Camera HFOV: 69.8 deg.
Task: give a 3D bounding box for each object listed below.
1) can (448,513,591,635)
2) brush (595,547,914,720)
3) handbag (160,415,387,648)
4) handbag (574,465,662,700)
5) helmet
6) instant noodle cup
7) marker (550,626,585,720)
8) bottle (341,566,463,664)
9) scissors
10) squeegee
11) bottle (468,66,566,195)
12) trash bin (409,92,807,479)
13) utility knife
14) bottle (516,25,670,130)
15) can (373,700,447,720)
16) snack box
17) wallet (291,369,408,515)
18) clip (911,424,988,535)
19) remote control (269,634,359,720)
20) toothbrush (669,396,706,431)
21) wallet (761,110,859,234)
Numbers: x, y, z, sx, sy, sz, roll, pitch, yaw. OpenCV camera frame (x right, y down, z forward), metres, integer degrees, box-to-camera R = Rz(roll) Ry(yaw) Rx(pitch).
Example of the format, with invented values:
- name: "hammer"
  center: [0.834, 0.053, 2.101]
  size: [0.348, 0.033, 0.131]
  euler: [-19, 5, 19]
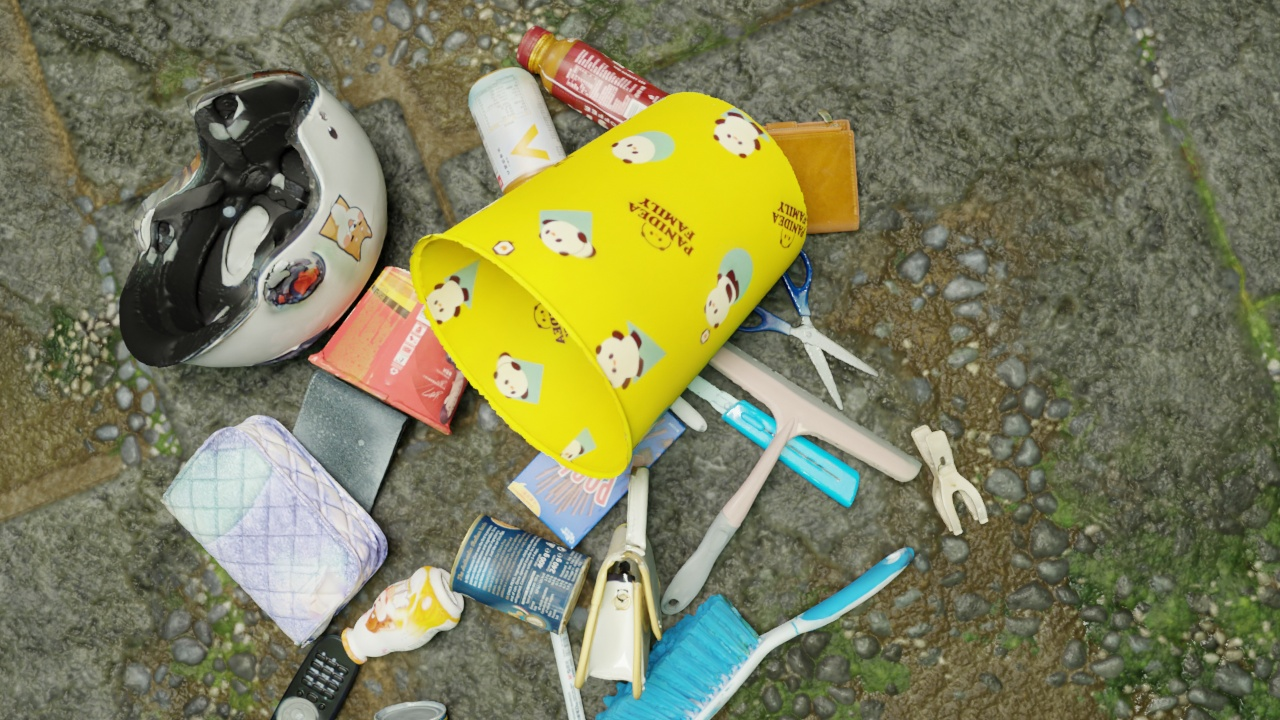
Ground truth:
- name: "can"
  center: [-0.107, 0.194, 0.833]
  size: [0.111, 0.075, 0.075]
  euler: [20, 89, 6]
- name: "brush"
  center: [0.105, 0.250, 0.840]
  size: [0.314, 0.060, 0.109]
  euler: [-45, 92, -2]
- name: "handbag"
  center: [-0.332, 0.154, 0.843]
  size: [0.194, 0.075, 0.134]
  euler: [46, 107, 4]
- name: "handbag"
  center: [-0.007, 0.182, 0.788]
  size: [0.063, 0.163, 0.178]
  euler: [10, 89, 1]
- name: "helmet"
  center: [-0.321, -0.109, 0.811]
  size: [0.230, 0.156, 0.274]
  euler: [16, 86, 36]
- name: "instant noodle cup"
  center: [-0.205, -0.011, 0.825]
  size: [0.138, 0.138, 0.108]
  euler: [28, 80, 3]
- name: "marker"
  center: [-0.066, 0.305, 0.859]
  size: [0.017, 0.017, 0.145]
  euler: [-13, 87, 2]
- name: "bottle"
  center: [-0.220, 0.238, 0.845]
  size: [0.108, 0.063, 0.063]
  euler: [-31, 87, 2]
- name: "scissors"
  center: [0.150, -0.039, 0.866]
  size: [0.162, 0.012, 0.164]
  euler: [9, 89, 2]
- name: "squeegee"
  center: [0.087, 0.134, 0.833]
  size: [0.247, 0.040, 0.250]
  euler: [31, 98, -1]
- name: "bottle"
  center: [-0.099, -0.174, 0.854]
  size: [0.068, 0.068, 0.189]
  euler: [-22, 90, 1]
- name: "trash bin"
  center: [-0.014, -0.074, 0.744]
  size: [0.229, 0.230, 0.254]
  euler: [45, 64, 3]
- name: "utility knife"
  center: [0.103, 0.058, 0.861]
  size: [0.238, 0.018, 0.034]
  euler: [34, 90, 4]
- name: "bottle"
  center: [-0.034, -0.252, 0.859]
  size: [0.175, 0.057, 0.057]
  euler: [33, 89, 3]
- name: "can"
  center: [-0.208, 0.368, 0.838]
  size: [0.066, 0.066, 0.093]
  euler: [-3, 87, 2]
- name: "snack box"
  center: [-0.041, 0.091, 0.861]
  size: [0.084, 0.026, 0.157]
  euler: [43, 90, 2]
- name: "wallet"
  center: [-0.278, 0.080, 0.858]
  size: [0.097, 0.019, 0.121]
  euler: [28, 113, 4]
- name: "clip"
  center: [0.280, 0.108, 0.841]
  size: [0.034, 0.071, 0.100]
  euler: [-26, 93, 2]
- name: "remote control"
  center: [-0.309, 0.320, 0.866]
  size: [0.053, 0.024, 0.136]
  euler: [30, 90, 2]
- name: "toothbrush"
  center: [-0.005, 0.005, 0.868]
  size: [0.180, 0.016, 0.016]
  euler: [42, 92, 3]
- name: "wallet"
  center: [0.136, -0.177, 0.860]
  size: [0.130, 0.035, 0.119]
  euler: [-4, 88, 1]
